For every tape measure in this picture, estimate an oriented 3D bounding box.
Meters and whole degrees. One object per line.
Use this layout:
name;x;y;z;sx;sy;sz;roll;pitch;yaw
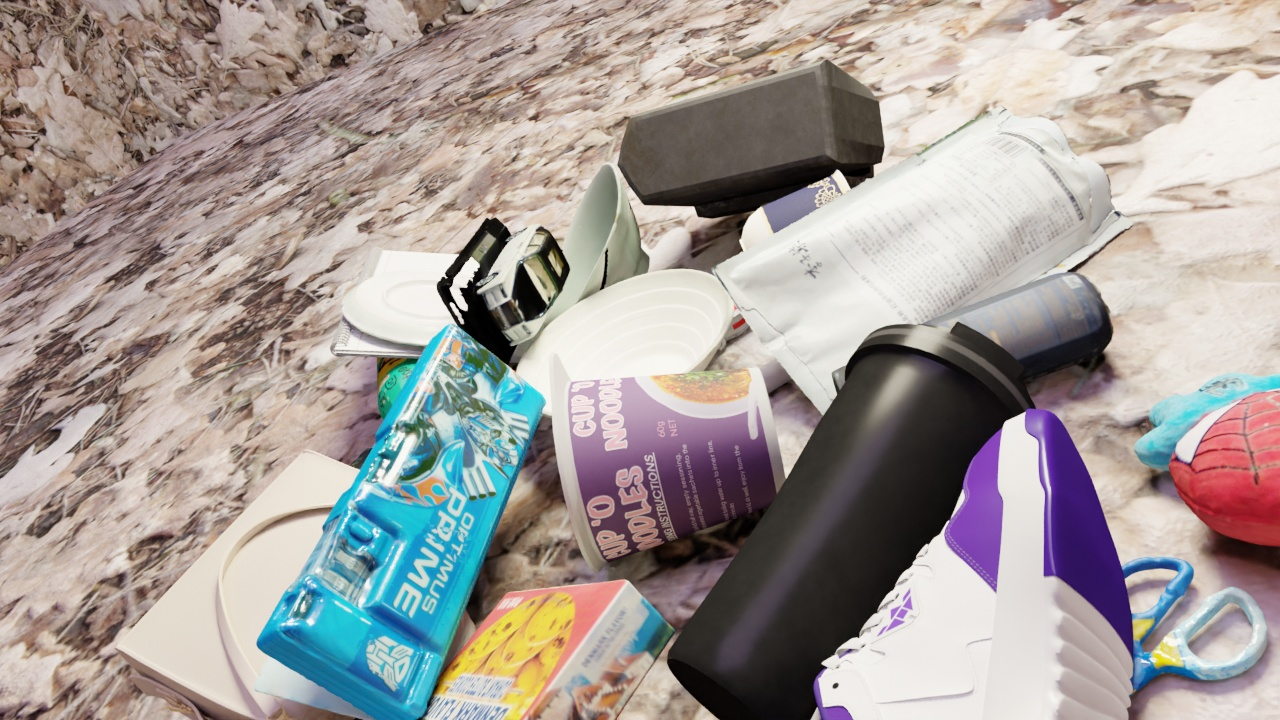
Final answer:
tape measure;0.063;-0.036;0.745;0.062;0.020;0.060;-38;33;-20

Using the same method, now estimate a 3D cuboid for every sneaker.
sneaker;0.129;0.130;0.379;0.111;0.092;0.243;-16;36;40

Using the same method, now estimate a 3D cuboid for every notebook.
notebook;-0.183;-0.058;0.875;0.178;0.013;0.245;2;26;-9

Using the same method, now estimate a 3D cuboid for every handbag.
handbag;-0.188;0.160;0.583;0.198;0.101;0.194;10;45;28
handbag;0.116;-0.181;0.827;0.198;0.102;0.199;-6;4;34

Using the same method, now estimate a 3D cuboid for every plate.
plate;-0.189;-0.052;0.829;0.157;0.014;0.156;7;26;-4

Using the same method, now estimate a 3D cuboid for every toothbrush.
toothbrush;0.166;-0.031;0.663;0.188;0.018;0.019;-30;33;-7

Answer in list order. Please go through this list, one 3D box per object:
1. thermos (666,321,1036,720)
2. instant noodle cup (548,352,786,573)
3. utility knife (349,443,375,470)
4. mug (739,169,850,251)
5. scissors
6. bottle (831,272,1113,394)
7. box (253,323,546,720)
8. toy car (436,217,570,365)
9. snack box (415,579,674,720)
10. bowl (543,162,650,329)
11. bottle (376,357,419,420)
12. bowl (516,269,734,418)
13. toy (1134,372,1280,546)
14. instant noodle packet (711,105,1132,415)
thermos;0.106;0.085;0.462;0.106;0.106;0.218;14;54;47
instant noodle cup;0.020;0.049;0.559;0.122;0.137;0.121;-12;5;5
utility knife;-0.247;0.116;0.749;0.029;0.020;0.187;-3;39;31
mug;0.131;-0.090;0.730;0.089;0.085;0.111;-23;-4;10
scissors;0.204;0.131;0.397;0.130;0.022;0.070;-38;36;-8
bottle;0.198;-0.003;0.560;0.161;0.056;0.056;-22;31;9
box;-0.142;0.095;0.557;0.086;0.091;0.242;-34;25;35
toy car;-0.102;-0.069;0.779;0.071;0.094;0.191;-24;20;15
snack box;-0.069;0.178;0.452;0.144;0.040;0.143;-49;13;-33
bowl;-0.029;-0.088;0.837;0.175;0.068;0.173;-55;23;38
bottle;-0.190;0.032;0.784;0.068;0.068;0.209;-27;31;-2
bowl;-0.004;0.004;0.698;0.177;0.058;0.176;-19;32;12
toy;0.290;0.039;0.429;0.092;0.062;0.132;-13;21;7
instant noodle packet;0.199;-0.074;0.643;0.269;0.057;0.147;-32;68;-11
